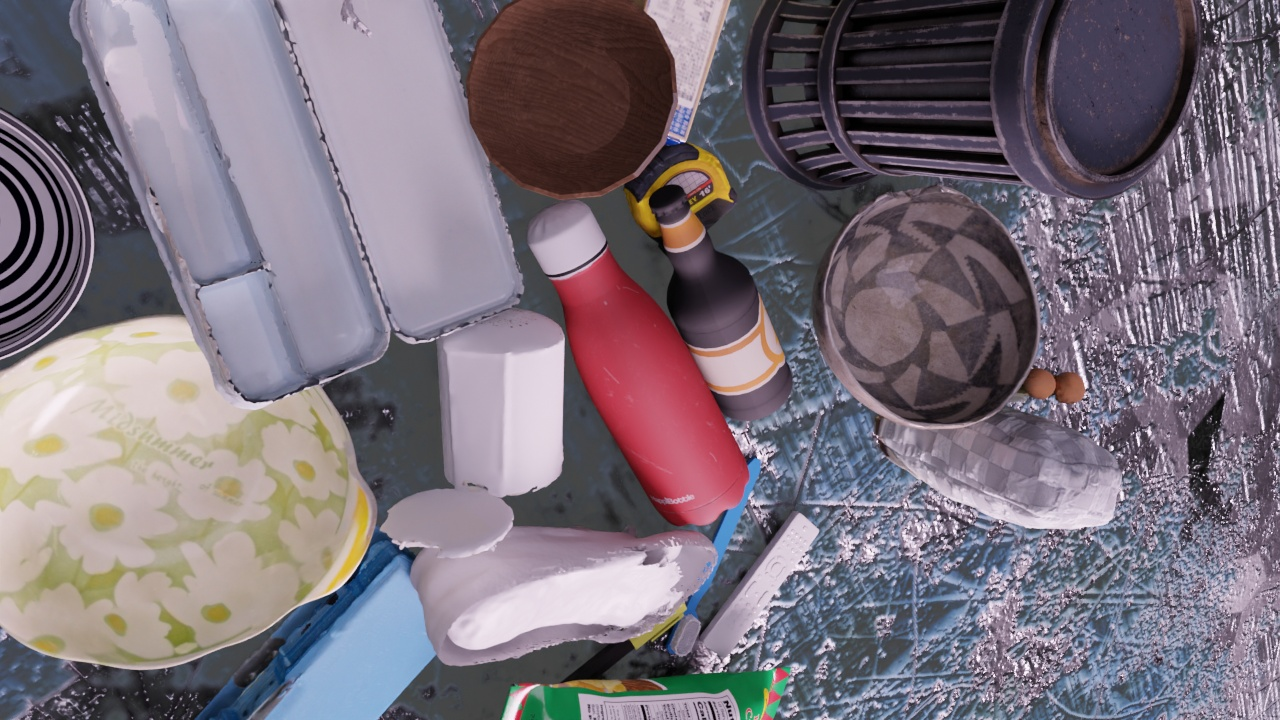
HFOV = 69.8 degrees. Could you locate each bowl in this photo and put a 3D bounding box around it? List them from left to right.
[{"bbox_3d":[-0.315,-0.062,0.414,0.120,0.066,0.120,-8,108,-27],"label":"bowl"},{"bbox_3d":[-0.254,0.064,0.489,0.219,0.060,0.188,23,92,-33],"label":"bowl"},{"bbox_3d":[-0.037,-0.149,0.515,0.118,0.030,0.118,0,95,4],"label":"bowl"},{"bbox_3d":[0.201,-0.033,0.688,0.178,0.081,0.178,2,80,-14],"label":"bowl"}]

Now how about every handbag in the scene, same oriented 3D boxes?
[{"bbox_3d":[0.288,0.059,0.720,0.112,0.171,0.123,11,99,-31],"label":"handbag"}]

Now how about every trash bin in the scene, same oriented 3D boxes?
[{"bbox_3d":[0.197,-0.179,0.567,0.164,0.227,0.164,-8,108,-27],"label":"trash bin"}]

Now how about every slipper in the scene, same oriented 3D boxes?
[{"bbox_3d":[-0.041,0.145,0.609,0.246,0.074,0.112,6,135,-45],"label":"slipper"}]

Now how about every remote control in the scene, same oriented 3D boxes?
[{"bbox_3d":[0.096,0.180,0.743,0.033,0.012,0.131,42,82,-33],"label":"remote control"}]

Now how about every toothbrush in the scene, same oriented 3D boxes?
[{"bbox_3d":[0.060,0.154,0.714,0.016,0.014,0.166,22,92,-32],"label":"toothbrush"}]

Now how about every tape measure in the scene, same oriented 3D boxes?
[{"bbox_3d":[0.023,-0.111,0.602,0.065,0.037,0.064,-42,126,4],"label":"tape measure"}]

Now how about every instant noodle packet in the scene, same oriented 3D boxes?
[{"bbox_3d":[-0.010,0.319,0.678,0.252,0.090,0.196,10,102,-35],"label":"instant noodle packet"}]

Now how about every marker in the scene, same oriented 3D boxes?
[{"bbox_3d":[-0.018,0.219,0.689,0.123,0.017,0.021,-35,118,-14],"label":"marker"}]

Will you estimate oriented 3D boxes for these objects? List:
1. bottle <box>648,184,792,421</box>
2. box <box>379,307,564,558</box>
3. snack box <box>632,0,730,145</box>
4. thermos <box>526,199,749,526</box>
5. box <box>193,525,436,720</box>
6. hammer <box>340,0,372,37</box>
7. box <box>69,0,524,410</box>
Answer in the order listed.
[{"bbox_3d":[0.049,-0.038,0.607,0.059,0.059,0.182,-40,130,-13],"label":"bottle"},{"bbox_3d":[-0.094,0.035,0.527,0.080,0.150,0.106,4,108,11],"label":"box"},{"bbox_3d":[0.025,-0.239,0.557,0.056,0.057,0.207,15,97,-28],"label":"snack box"},{"bbox_3d":[-0.004,0.004,0.601,0.073,0.073,0.240,-37,118,-15],"label":"thermos"},{"bbox_3d":[-0.213,0.214,0.573,0.231,0.052,0.093,-48,137,-8],"label":"box"},{"bbox_3d":[-0.036,-0.289,0.466,0.326,0.079,0.177,-42,86,-3],"label":"hammer"},{"bbox_3d":[-0.161,-0.099,0.477,0.188,0.037,0.209,-30,108,-40],"label":"box"}]
